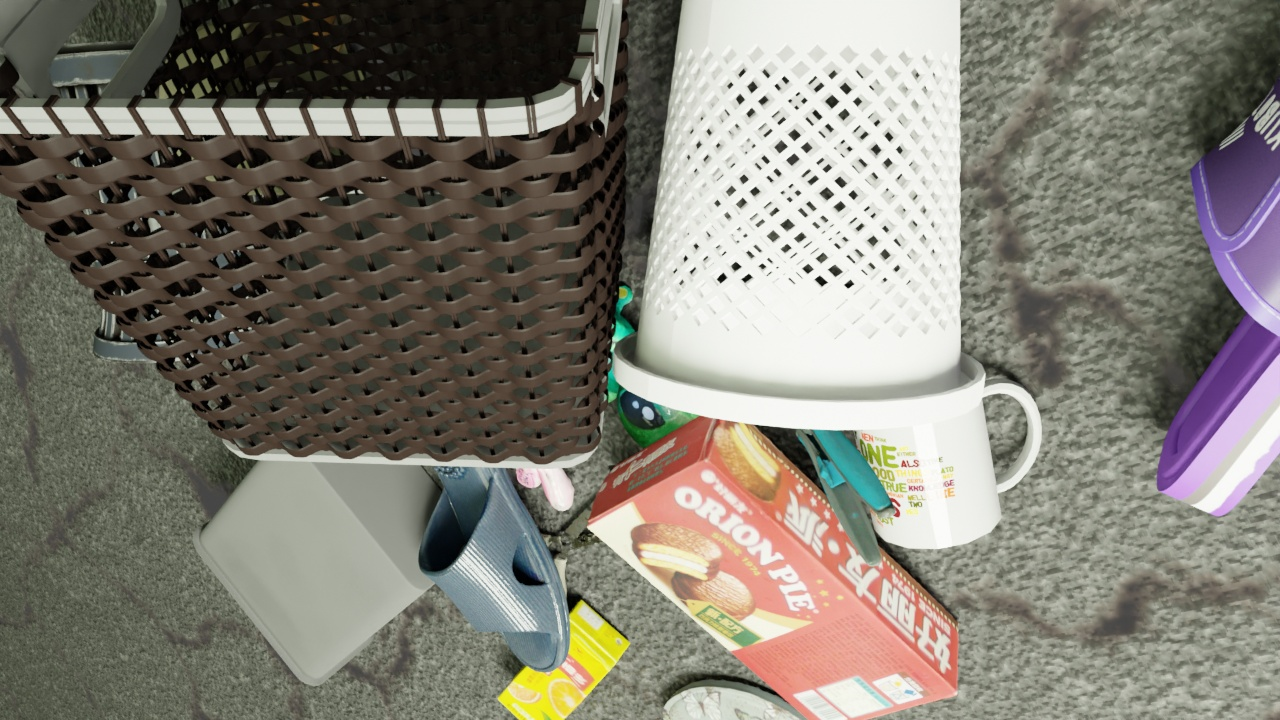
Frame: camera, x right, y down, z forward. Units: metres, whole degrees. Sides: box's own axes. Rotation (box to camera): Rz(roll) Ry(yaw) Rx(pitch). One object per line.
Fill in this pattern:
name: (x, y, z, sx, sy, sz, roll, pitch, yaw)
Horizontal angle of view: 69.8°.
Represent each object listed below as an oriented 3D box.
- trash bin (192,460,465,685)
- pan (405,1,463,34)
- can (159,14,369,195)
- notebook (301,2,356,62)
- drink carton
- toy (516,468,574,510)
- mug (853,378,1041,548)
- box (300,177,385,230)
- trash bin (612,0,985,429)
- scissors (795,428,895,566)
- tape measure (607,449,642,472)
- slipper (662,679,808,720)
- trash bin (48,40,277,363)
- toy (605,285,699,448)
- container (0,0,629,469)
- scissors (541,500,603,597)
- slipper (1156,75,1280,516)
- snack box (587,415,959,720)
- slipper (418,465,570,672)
trash bin: (-0.285, 0.167, 0.847, 0.192, 0.097, 0.220, 50, 125, 2)
pan: (-0.036, -0.284, 0.551, 0.358, 0.021, 0.199, -22, 99, 36)
can: (-0.269, -0.183, 0.665, 0.073, 0.127, 0.128, 6, 113, 30)
notebook: (-0.216, -0.345, 0.569, 0.179, 0.014, 0.249, -30, 80, 54)
drink carton: (-0.067, 0.269, 0.797, 0.058, 0.042, 0.135, 40, 126, 7)
toy: (-0.080, 0.063, 0.712, 0.064, 0.047, 0.110, 15, 123, 37)
mug: (0.183, 0.050, 0.543, 0.105, 0.073, 0.089, -13, 105, 7)
box: (-0.201, -0.072, 0.695, 0.128, 0.108, 0.137, 32, 109, 18)
trash bin: (0.085, -0.089, 0.476, 0.196, 0.195, 0.200, 9, 105, 27)
scissors: (0.117, 0.057, 0.557, 0.019, 0.124, 0.156, -20, 92, -8)
tape measure: (0.016, 0.098, 0.675, 0.072, 0.042, 0.071, -14, 102, 38)
slipper: (0.134, 0.327, 0.699, 0.269, 0.054, 0.098, 21, 117, 20)
trash bin: (-0.369, -0.131, 0.730, 0.164, 0.163, 0.228, 6, 110, 28)
toy: (-0.004, 0.004, 0.632, 0.193, 0.072, 0.131, 45, 164, 10)
container: (-0.129, -0.103, 0.479, 0.245, 0.246, 0.244, 1, 141, 4)
scissors: (-0.078, 0.158, 0.772, 0.162, 0.012, 0.158, 20, 122, 21)
slipper: (0.285, -0.054, 0.416, 0.084, 0.107, 0.267, 26, 126, 19)
snack box: (0.089, 0.141, 0.598, 0.236, 0.060, 0.113, 43, 129, -14)
slipper: (-0.144, 0.138, 0.739, 0.101, 0.082, 0.263, -21, 90, 48)
